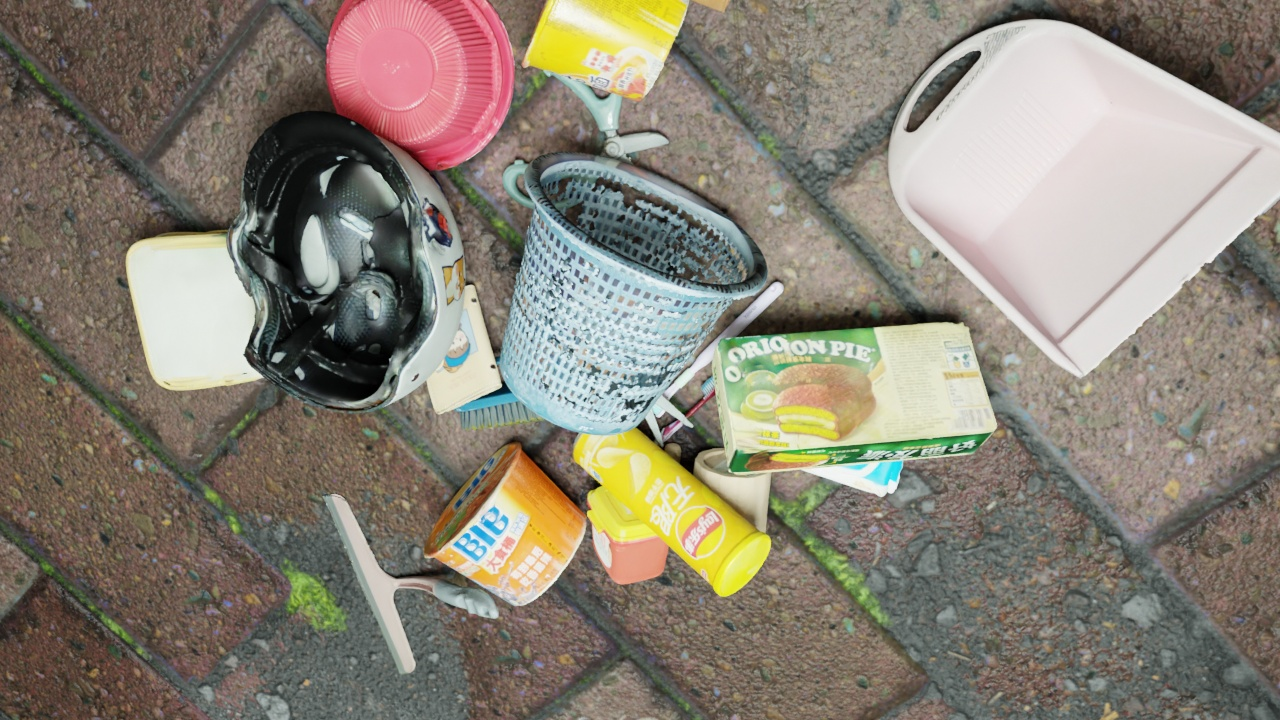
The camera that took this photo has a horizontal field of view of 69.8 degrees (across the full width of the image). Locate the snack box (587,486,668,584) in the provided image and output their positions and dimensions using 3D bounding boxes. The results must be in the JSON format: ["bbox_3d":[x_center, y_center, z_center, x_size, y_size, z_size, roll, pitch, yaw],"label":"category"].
[{"bbox_3d":[-0.013,0.181,0.965,0.082,0.091,0.080,-7,120,-22],"label":"snack box"}]

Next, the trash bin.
[{"bbox_3d":[-0.029,-0.050,0.833,0.226,0.226,0.195,27,119,0],"label":"trash bin"}]

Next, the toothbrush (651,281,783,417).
[{"bbox_3d":[0.074,-0.013,0.930,0.189,0.021,0.029,-45,71,19],"label":"toothbrush"}]

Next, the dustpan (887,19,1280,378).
[{"bbox_3d":[0.330,-0.155,0.751,0.138,0.273,0.223,30,108,-28],"label":"dustpan"}]

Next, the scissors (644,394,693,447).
[{"bbox_3d":[-0.020,0.011,0.945,0.157,0.012,0.165,0,99,15],"label":"scissors"}]

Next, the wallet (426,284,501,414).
[{"bbox_3d":[-0.193,-0.009,0.949,0.087,0.024,0.115,-24,74,18],"label":"wallet"}]

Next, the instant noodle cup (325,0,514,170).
[{"bbox_3d":[-0.221,-0.276,0.870,0.194,0.065,0.194,3,107,9],"label":"instant noodle cup"}]

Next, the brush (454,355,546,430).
[{"bbox_3d":[-0.131,0.029,0.955,0.144,0.055,0.073,-11,104,16],"label":"brush"}]

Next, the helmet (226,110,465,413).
[{"bbox_3d":[-0.261,-0.092,0.886,0.230,0.156,0.274,-1,97,23],"label":"helmet"}]

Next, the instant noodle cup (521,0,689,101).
[{"bbox_3d":[-0.028,-0.298,0.797,0.109,0.138,0.138,21,110,-15],"label":"instant noodle cup"}]

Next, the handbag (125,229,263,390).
[{"bbox_3d":[-0.437,-0.059,0.984,0.178,0.063,0.163,-5,107,-5],"label":"handbag"}]

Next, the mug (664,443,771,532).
[{"bbox_3d":[0.074,0.148,0.958,0.125,0.084,0.104,15,110,32],"label":"mug"}]

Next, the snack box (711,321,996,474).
[{"bbox_3d":[0.192,0.034,0.846,0.240,0.063,0.114,-5,63,-5],"label":"snack box"}]

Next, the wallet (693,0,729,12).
[{"bbox_3d":[0.037,-0.391,0.812,0.130,0.035,0.119,22,116,2],"label":"wallet"}]

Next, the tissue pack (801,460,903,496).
[{"bbox_3d":[0.200,0.073,0.914,0.140,0.063,0.090,18,107,3],"label":"tissue pack"}]

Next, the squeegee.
[{"bbox_3d":[-0.230,0.258,1.022,0.250,0.040,0.248,-4,109,43],"label":"squeegee"}]

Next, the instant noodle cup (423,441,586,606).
[{"bbox_3d":[-0.136,0.177,0.963,0.111,0.151,0.152,41,109,-14],"label":"instant noodle cup"}]

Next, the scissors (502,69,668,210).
[{"bbox_3d":[-0.070,-0.212,0.891,0.180,0.019,0.170,-34,100,16],"label":"scissors"}]

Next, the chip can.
[{"bbox_3d":[0.026,0.134,0.897,0.213,0.072,0.072,39,113,31],"label":"chip can"}]

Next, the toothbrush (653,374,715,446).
[{"bbox_3d":[0.023,0.076,0.969,0.188,0.016,0.017,-44,68,20],"label":"toothbrush"}]
